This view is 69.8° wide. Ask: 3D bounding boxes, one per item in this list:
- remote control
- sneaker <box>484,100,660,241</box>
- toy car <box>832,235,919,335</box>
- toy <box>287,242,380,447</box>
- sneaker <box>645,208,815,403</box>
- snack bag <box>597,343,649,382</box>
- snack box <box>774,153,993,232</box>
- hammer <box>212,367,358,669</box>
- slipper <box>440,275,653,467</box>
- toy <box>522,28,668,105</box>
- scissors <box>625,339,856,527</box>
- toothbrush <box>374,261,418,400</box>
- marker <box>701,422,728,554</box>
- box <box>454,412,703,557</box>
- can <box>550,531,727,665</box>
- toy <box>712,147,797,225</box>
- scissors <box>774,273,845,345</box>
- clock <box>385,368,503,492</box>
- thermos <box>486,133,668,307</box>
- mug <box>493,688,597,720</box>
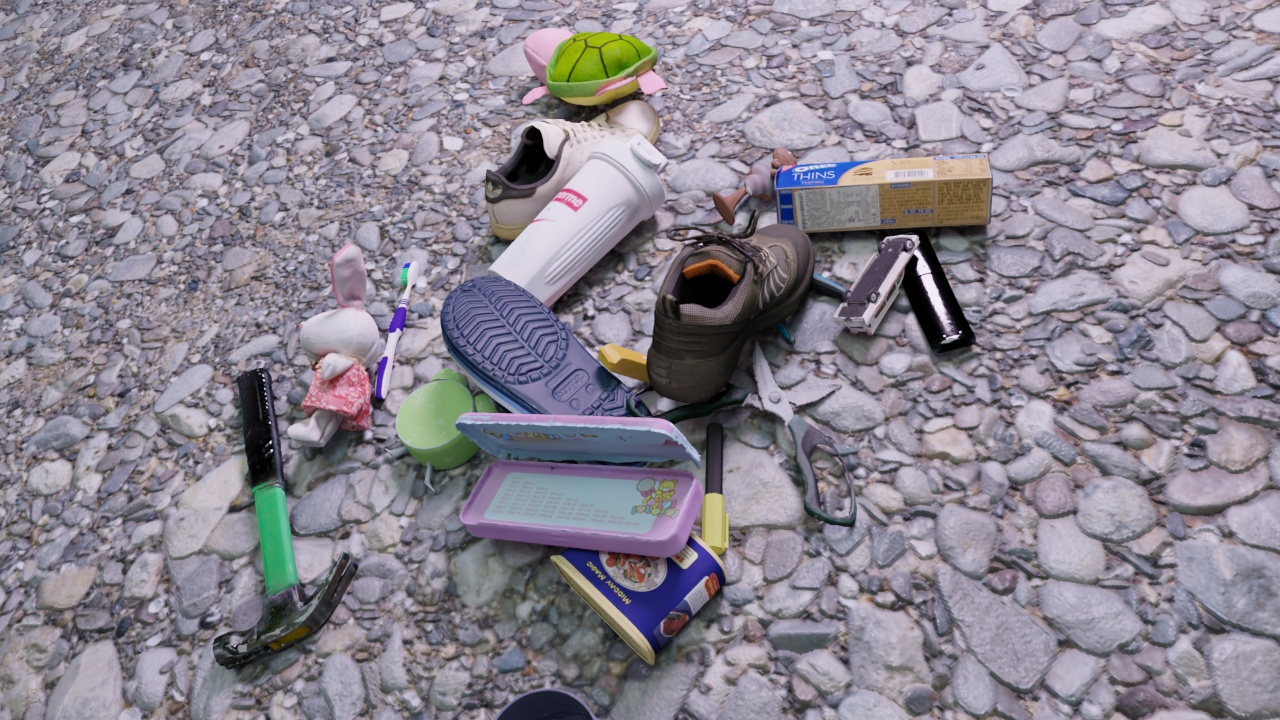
[{"bbox_3d":[0.273,-0.069,0.869,0.041,0.020,0.151,-14,50,6],"label":"remote control"},{"bbox_3d":[-0.084,-0.241,1.038,0.241,0.102,0.089,-41,54,-17],"label":"sneaker"},{"bbox_3d":[0.228,-0.071,0.872,0.039,0.039,0.112,6,51,52],"label":"toy car"},{"bbox_3d":[-0.307,-0.005,0.930,0.084,0.159,0.194,10,69,-15],"label":"toy"},{"bbox_3d":[0.075,-0.086,0.821,0.101,0.143,0.237,18,47,28],"label":"sneaker"},{"bbox_3d":[-0.005,0.005,0.851,0.026,0.099,0.020,45,107,35],"label":"snack bag"},{"bbox_3d":[0.240,-0.167,0.919,0.207,0.056,0.057,0,38,15],"label":"snack box"},{"bbox_3d":[-0.358,0.128,0.890,0.130,0.032,0.318,-25,52,-3],"label":"hammer"},{"bbox_3d":[-0.094,0.027,0.852,0.253,0.095,0.104,41,54,16],"label":"slipper"},{"bbox_3d":[-0.058,-0.354,1.111,0.189,0.088,0.238,-27,36,-21],"label":"toy"},{"bbox_3d":[0.094,0.063,0.799,0.201,0.015,0.201,-7,52,-10],"label":"scissors"},{"bbox_3d":[-0.264,-0.036,0.993,0.016,0.015,0.186,-6,54,14],"label":"toothbrush"},{"bbox_3d":[0.065,0.109,0.797,0.021,0.018,0.123,16,52,-15],"label":"marker"},{"bbox_3d":[-0.061,0.088,0.739,0.215,0.093,0.088,0,43,30],"label":"box"},{"bbox_3d":[0.000,0.171,0.746,0.092,0.057,0.116,-42,55,-18],"label":"can"},{"bbox_3d":[0.130,-0.191,0.982,0.101,0.041,0.055,-43,21,-26],"label":"toy"},{"bbox_3d":[0.145,-0.075,0.909,0.124,0.019,0.155,-8,54,8],"label":"scissors"},{"bbox_3d":[-0.186,0.057,0.887,0.094,0.043,0.119,31,67,30],"label":"clock"},{"bbox_3d":[-0.060,-0.144,0.970,0.099,0.099,0.220,32,72,32],"label":"thermos"},{"bbox_3d":[-0.036,0.284,0.642,0.124,0.104,0.083,-11,52,7],"label":"mug"}]
